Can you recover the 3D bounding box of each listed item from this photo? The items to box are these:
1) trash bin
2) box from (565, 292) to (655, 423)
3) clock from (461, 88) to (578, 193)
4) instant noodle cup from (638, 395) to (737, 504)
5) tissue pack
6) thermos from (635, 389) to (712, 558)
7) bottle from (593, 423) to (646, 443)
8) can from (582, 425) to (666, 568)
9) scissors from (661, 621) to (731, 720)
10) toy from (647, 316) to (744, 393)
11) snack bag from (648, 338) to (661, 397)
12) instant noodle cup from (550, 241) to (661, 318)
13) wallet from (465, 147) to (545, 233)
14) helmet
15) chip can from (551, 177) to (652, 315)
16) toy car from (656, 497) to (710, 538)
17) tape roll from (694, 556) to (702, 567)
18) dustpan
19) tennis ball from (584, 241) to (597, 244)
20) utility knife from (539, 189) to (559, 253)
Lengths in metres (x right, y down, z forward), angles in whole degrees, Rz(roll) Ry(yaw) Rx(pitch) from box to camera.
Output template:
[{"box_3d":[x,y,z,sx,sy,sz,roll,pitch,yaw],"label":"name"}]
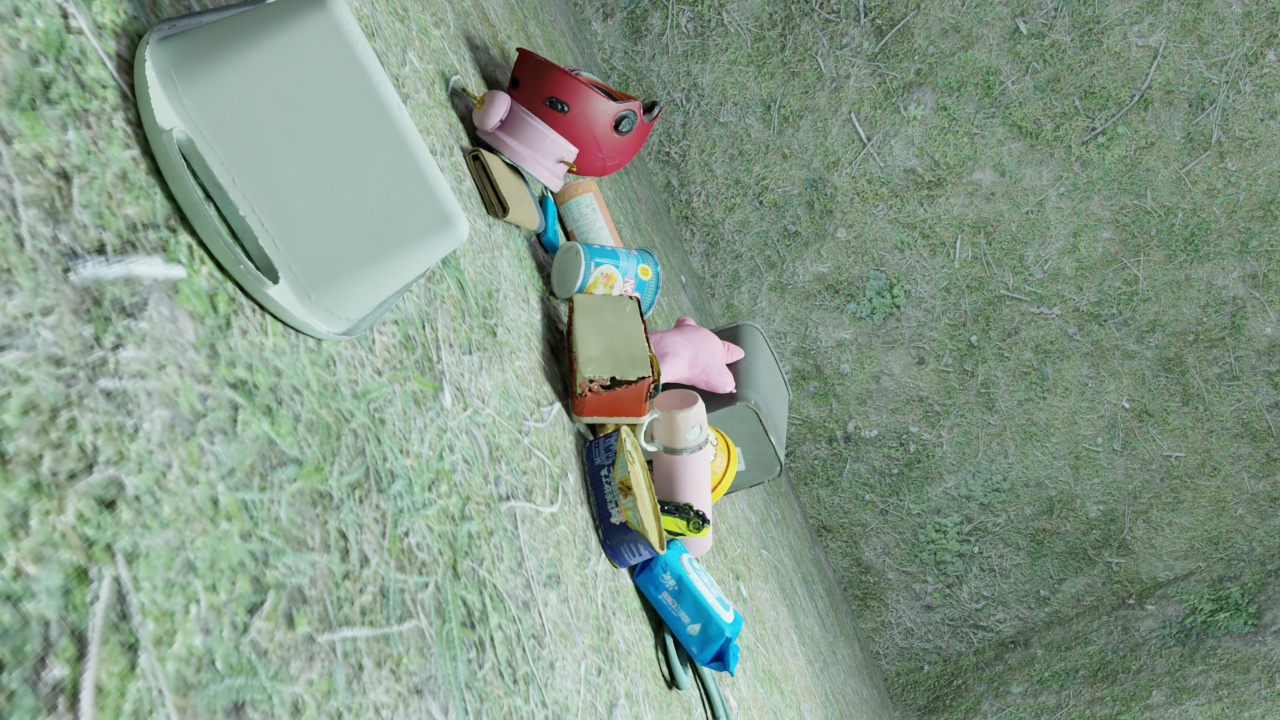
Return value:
[{"box_3d":[0.135,0.087,1.465,0.199,0.199,0.219,61,18,-26],"label":"trash bin"},{"box_3d":[-0.037,-0.013,1.000,0.168,0.091,0.077,-101,-166,-53],"label":"box"},{"box_3d":[-0.144,-0.265,1.071,0.158,0.060,0.117,35,8,-10],"label":"clock"},{"box_3d":[0.043,0.110,1.135,0.114,0.119,0.118,47,21,-40],"label":"instant noodle cup"},{"box_3d":[0.056,0.252,0.957,0.157,0.052,0.095,51,9,10],"label":"tissue pack"},{"box_3d":[0.039,0.132,1.036,0.067,0.087,0.199,34,-42,48],"label":"thermos"},{"box_3d":[-0.034,0.024,1.075,0.174,0.057,0.057,-103,165,-45],"label":"bottle"},{"box_3d":[-0.017,0.137,0.930,0.074,0.049,0.148,55,15,-49],"label":"can"},{"box_3d":[0.061,0.334,0.975,0.179,0.019,0.170,63,7,-5],"label":"scissors"},{"box_3d":[0.068,-0.001,1.362,0.178,0.075,0.194,36,37,30],"label":"toy"},{"box_3d":[-0.007,0.007,1.221,0.110,0.039,0.191,59,-8,2],"label":"snack bag"},{"box_3d":[-0.047,-0.101,1.123,0.109,0.099,0.099,8,51,-36],"label":"instant noodle cup"},{"box_3d":[-0.151,-0.189,1.034,0.090,0.033,0.115,64,11,4],"label":"wallet"},{"box_3d":[-0.096,-0.338,1.292,0.207,0.144,0.239,31,17,24],"label":"helmet"},{"box_3d":[-0.057,-0.153,1.321,0.214,0.071,0.071,67,10,6],"label":"chip can"},{"box_3d":[0.024,0.170,0.994,0.048,0.105,0.032,-114,-138,-74],"label":"toy car"},{"box_3d":[0.059,0.248,1.176,0.085,0.014,0.086,-23,90,-80],"label":"tape roll"},{"box_3d":[-0.220,-0.122,0.588,0.223,0.142,0.258,63,-18,-20],"label":"dustpan"},{"box_3d":[-0.069,-0.122,1.201,0.065,0.065,0.065,-23,90,-80],"label":"tennis ball"},{"box_3d":[-0.121,-0.191,1.225,0.034,0.018,0.178,60,11,-30],"label":"utility knife"}]
